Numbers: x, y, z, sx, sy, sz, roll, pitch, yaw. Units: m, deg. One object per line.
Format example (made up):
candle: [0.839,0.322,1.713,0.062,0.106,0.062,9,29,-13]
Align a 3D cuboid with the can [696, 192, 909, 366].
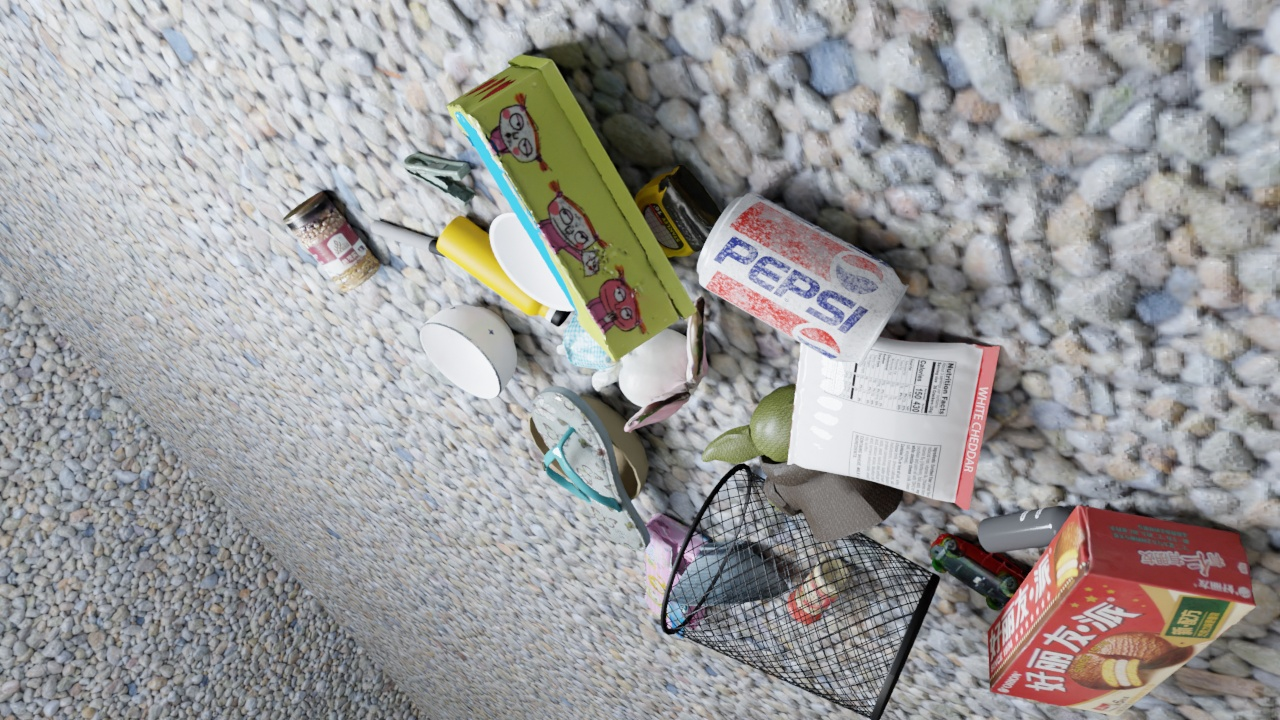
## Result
can: [0.115,-0.058,0.660,0.136,0.078,0.078,31,147,12]

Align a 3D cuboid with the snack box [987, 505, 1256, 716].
snack box: [0.366,0.206,0.729,0.113,0.060,0.237,10,142,8]

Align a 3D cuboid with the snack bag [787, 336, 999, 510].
snack bag: [0.187,0.039,0.701,0.144,0.039,0.131,12,112,25]

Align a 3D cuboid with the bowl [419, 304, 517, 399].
bowl: [-0.183,-0.018,1.023,0.113,0.063,0.114,26,147,19]

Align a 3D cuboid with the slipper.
slipper: [-0.065,0.133,1.008,0.098,0.054,0.269,16,143,35]

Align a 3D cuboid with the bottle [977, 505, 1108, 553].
bottle: [0.325,0.133,0.735,0.030,0.030,0.113,45,148,-10]

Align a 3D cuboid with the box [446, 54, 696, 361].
box: [-0.055,-0.120,0.709,0.221,0.080,0.124,61,173,-24]

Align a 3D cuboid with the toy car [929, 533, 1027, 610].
toy car: [0.303,0.187,0.818,0.091,0.036,0.042,28,147,15]

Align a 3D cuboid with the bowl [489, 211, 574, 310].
bowl: [-0.081,-0.101,0.838,0.110,0.040,0.110,26,146,19]

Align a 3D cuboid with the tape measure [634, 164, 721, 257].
tape measure: [0.028,-0.115,0.714,0.065,0.037,0.064,49,146,-13]

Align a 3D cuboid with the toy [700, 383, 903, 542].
toy: [0.158,0.086,0.796,0.180,0.078,0.153,-29,106,31]

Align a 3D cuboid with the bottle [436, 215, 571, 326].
bottle: [-0.131,-0.085,0.905,0.143,0.043,0.043,35,148,5]

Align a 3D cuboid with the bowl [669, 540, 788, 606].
bowl: [0.098,0.239,1.053,0.137,0.136,0.057,-13,82,51]

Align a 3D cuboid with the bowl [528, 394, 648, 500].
bowl: [-0.051,0.091,1.040,0.152,0.050,0.153,26,146,19]

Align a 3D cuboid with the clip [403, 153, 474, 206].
clip: [-0.194,-0.178,0.872,0.076,0.023,0.059,24,144,18]

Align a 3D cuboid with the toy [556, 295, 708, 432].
toy: [-0.005,0.005,0.854,0.105,0.131,0.206,37,168,-38]

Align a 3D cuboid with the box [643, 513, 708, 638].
box: [0.040,0.285,1.190,0.085,0.053,0.231,25,146,20]

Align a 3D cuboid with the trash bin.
trash bin: [0.156,0.225,0.875,0.210,0.183,0.184,23,145,23]

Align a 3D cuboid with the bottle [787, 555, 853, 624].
bottle: [0.195,0.251,1.003,0.044,0.044,0.109,32,146,11]

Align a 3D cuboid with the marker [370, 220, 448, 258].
marker: [-0.236,-0.127,0.983,0.141,0.016,0.016,20,144,27]

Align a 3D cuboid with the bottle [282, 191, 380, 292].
bottle: [-0.352,-0.135,1.053,0.056,0.056,0.105,-3,130,47]
